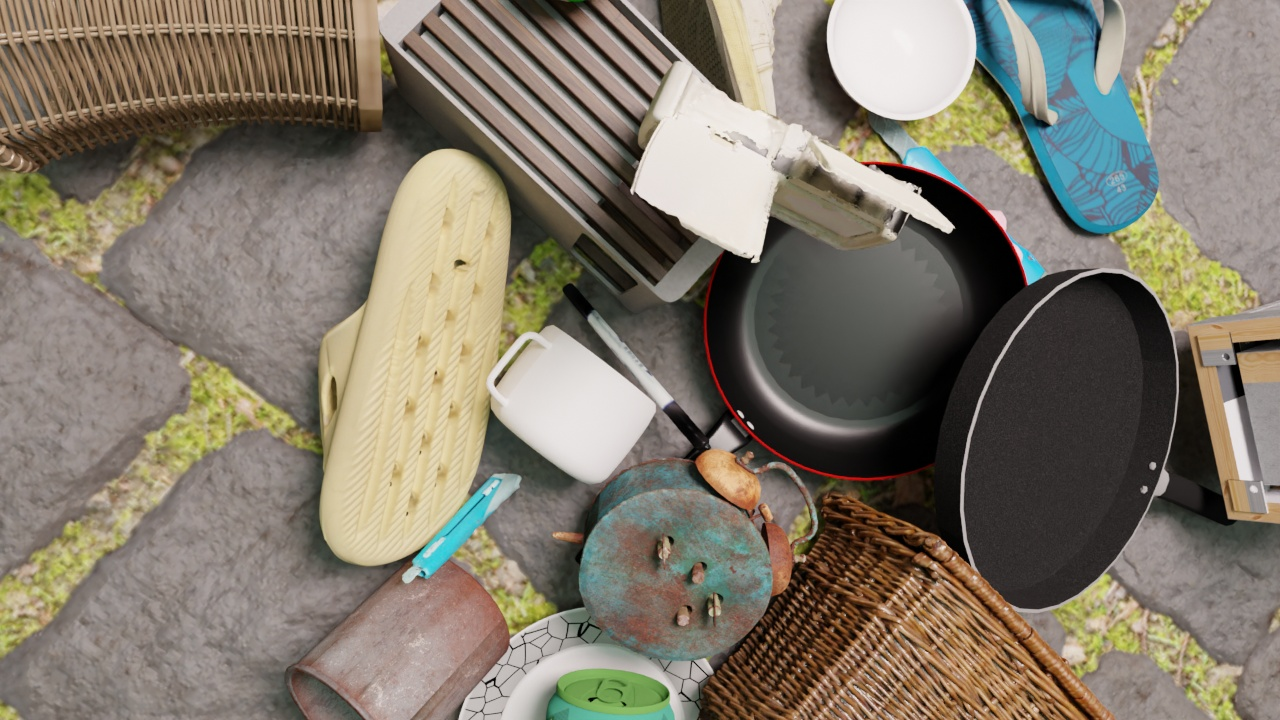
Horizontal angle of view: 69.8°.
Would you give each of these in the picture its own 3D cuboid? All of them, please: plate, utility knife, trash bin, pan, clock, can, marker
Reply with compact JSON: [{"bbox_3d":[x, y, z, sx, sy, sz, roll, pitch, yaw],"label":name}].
[{"bbox_3d":[-0.032,0.263,0.635,0.188,0.016,0.188,0,90,-9],"label":"plate"},{"bbox_3d":[0.235,-0.117,0.681,0.031,0.015,0.196,-44,95,-10],"label":"utility knife"},{"bbox_3d":[-0.037,-0.149,0.585,0.229,0.114,0.114,43,83,-7],"label":"trash bin"},{"bbox_3d":[0.540,0.013,0.637,0.246,0.143,0.142,-14,92,-24],"label":"trash bin"},{"bbox_3d":[0.324,0.070,0.632,0.356,0.034,0.225,20,90,-35],"label":"pan"},{"bbox_3d":[0.036,0.120,0.581,0.158,0.073,0.121,-26,106,7],"label":"clock"},{"bbox_3d":[0.094,0.022,0.628,0.356,0.067,0.209,-41,90,11],"label":"pan"},{"bbox_3d":[-0.024,0.279,0.584,0.083,0.083,0.144,6,89,-9],"label":"can"},{"bbox_3d":[-0.113,0.107,0.584,0.022,0.117,0.015,5,118,23],"label":"utility knife"},{"bbox_3d":[-0.004,0.004,0.616,0.011,0.011,0.152,-38,74,-8],"label":"marker"}]

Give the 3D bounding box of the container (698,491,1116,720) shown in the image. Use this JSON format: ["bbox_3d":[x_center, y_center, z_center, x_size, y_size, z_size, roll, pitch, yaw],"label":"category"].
[{"bbox_3d":[0.174,0.244,0.593,0.183,0.162,0.250,-45,98,-7],"label":"container"}]

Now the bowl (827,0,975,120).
[{"bbox_3d":[0.179,-0.222,0.658,0.110,0.040,0.110,0,89,-9],"label":"bowl"}]

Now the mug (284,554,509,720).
[{"bbox_3d":[-0.154,0.189,0.572,0.110,0.123,0.096,-36,98,-42],"label":"mug"}]

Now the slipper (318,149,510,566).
[{"bbox_3d":[-0.148,-0.004,0.584,0.111,0.079,0.261,9,95,-50],"label":"slipper"}]

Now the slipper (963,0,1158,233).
[{"bbox_3d":[0.303,-0.231,0.671,0.118,0.060,0.295,-32,95,-11],"label":"slipper"}]

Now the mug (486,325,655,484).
[{"bbox_3d":[-0.050,0.025,0.586,0.068,0.094,0.115,-52,134,-4],"label":"mug"}]

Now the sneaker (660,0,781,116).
[{"bbox_3d":[0.072,-0.260,0.625,0.102,0.089,0.241,-9,87,-17],"label":"sneaker"}]

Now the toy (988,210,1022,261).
[{"bbox_3d":[0.221,-0.074,0.659,0.093,0.050,0.102,-24,91,4],"label":"toy"}]

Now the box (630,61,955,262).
[{"bbox_3d":[0.065,-0.091,0.456,0.145,0.185,0.066,26,111,-4],"label":"box"}]

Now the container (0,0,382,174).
[{"bbox_3d":[-0.251,-0.220,0.503,0.196,0.227,0.227,-5,91,-16],"label":"container"}]
